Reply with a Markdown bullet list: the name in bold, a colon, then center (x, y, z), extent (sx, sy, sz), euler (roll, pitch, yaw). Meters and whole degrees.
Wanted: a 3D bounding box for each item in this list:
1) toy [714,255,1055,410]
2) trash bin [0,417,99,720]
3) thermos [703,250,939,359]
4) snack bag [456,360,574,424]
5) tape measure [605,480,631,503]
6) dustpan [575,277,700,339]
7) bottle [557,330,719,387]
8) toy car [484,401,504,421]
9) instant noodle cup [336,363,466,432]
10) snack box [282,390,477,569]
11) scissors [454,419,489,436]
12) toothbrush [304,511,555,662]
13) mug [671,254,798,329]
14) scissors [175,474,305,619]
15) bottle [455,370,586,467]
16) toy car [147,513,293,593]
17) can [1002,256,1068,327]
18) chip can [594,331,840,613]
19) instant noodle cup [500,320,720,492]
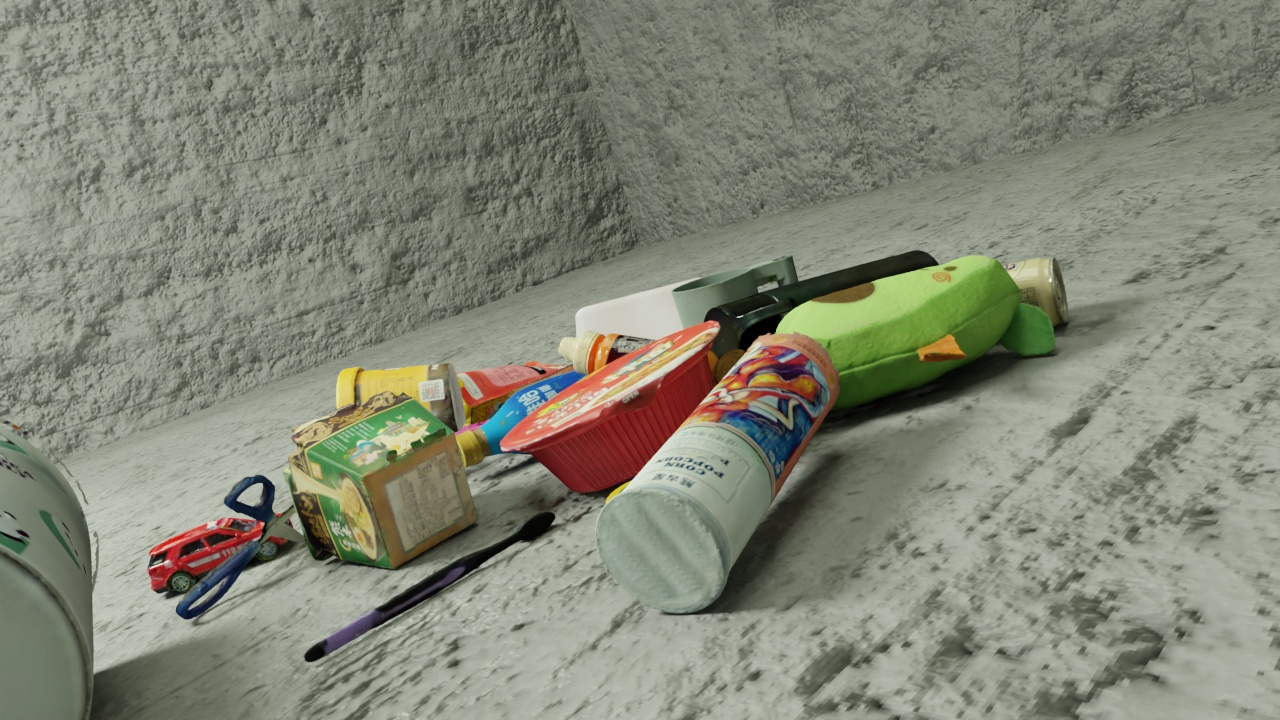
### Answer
- **toy**: center (0.179, -0.015, 0.702), extent (0.246, 0.090, 0.227), euler (-22, 16, -4)
- **trash bin**: center (-0.405, 0.145, 0.481), extent (0.229, 0.230, 0.252), euler (-24, 17, -31)
- **thermos**: center (0.181, -0.050, 0.858), extent (0.242, 0.068, 0.090), euler (-16, -7, -26)
- **snack bag**: center (-0.162, 0.029, 1.130), extent (0.129, 0.073, 0.207), euler (-8, 9, 39)
- **tape measure**: center (0.008, 0.092, 0.576), extent (0.060, 0.029, 0.057), euler (-20, 11, -9)
- **dustpan**: center (0.030, 0.004, 1.084), extent (0.223, 0.138, 0.273), euler (-15, -18, 20)
- **bottle**: center (-0.005, 0.005, 0.829), extent (0.149, 0.067, 0.066), euler (15, 21, 16)
- **toy car**: center (-0.142, 0.068, 0.951), extent (0.043, 0.034, 0.090), euler (-9, 22, 29)
- **instant noodle cup**: center (-0.250, 0.058, 0.978), extent (0.114, 0.118, 0.118), euler (-10, 10, -3)
- **snack box**: center (-0.192, 0.098, 0.703), extent (0.118, 0.117, 0.106), euler (-27, 26, -36)
- **scissors**: center (-0.192, 0.076, 0.881), extent (0.133, 0.017, 0.134), euler (-15, 2, -32)
- **toothbrush**: center (-0.130, 0.141, 0.591), extent (0.188, 0.014, 0.017), euler (-26, 6, -38)
- **mug**: center (0.103, -0.038, 0.906), extent (0.124, 0.103, 0.083), euler (-16, 10, 2)
- **scissors**: center (-0.299, 0.135, 0.722), extent (0.162, 0.012, 0.176), euler (-55, -11, -27)
- **bottle**: center (-0.072, 0.045, 0.866), extent (0.218, 0.065, 0.065), euler (-23, 12, -26)
- **toy car**: center (-0.363, 0.161, 0.794), extent (0.120, 0.045, 0.053), euler (-18, 11, -16)
- **can**: center (0.291, -0.048, 0.769), extent (0.116, 0.058, 0.058), euler (-11, 12, 33)
- **chip can**: center (0.055, 0.053, 0.533), extent (0.071, 0.071, 0.214), euler (-11, 17, 32)
- **instant noodle cup**: center (-0.011, 0.043, 0.712), extent (0.194, 0.066, 0.193), euler (-28, 7, 4)
